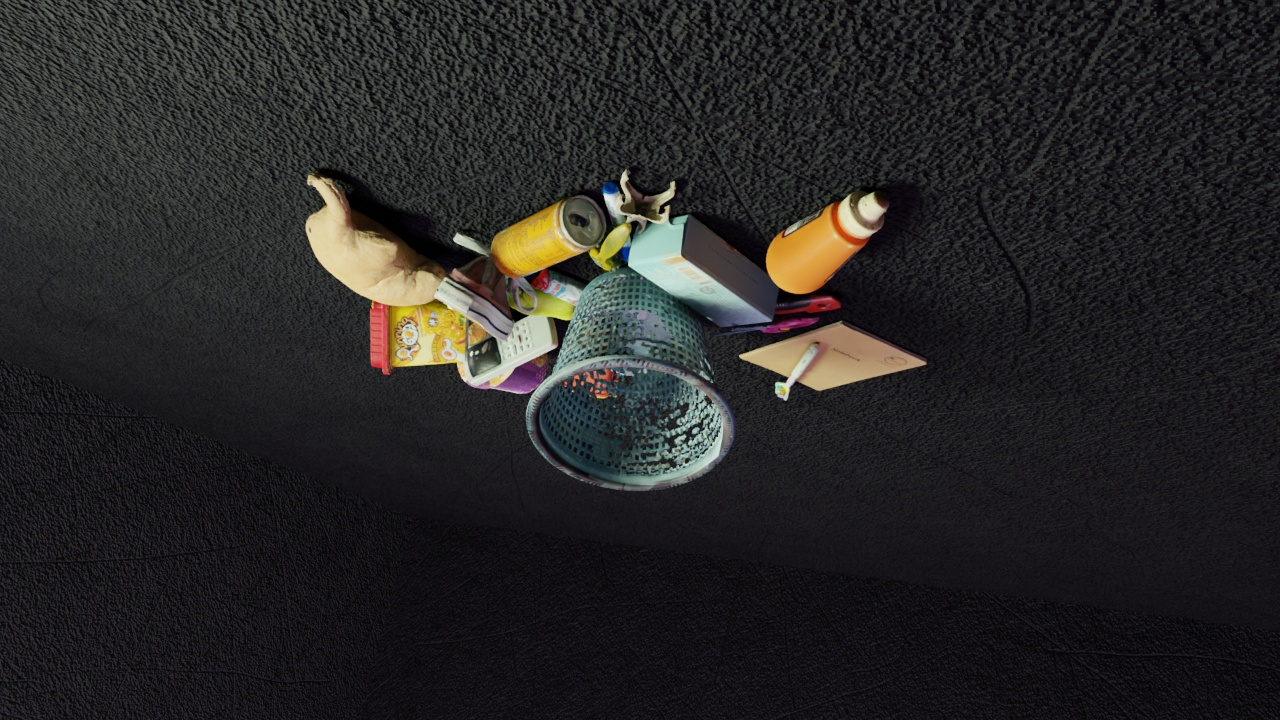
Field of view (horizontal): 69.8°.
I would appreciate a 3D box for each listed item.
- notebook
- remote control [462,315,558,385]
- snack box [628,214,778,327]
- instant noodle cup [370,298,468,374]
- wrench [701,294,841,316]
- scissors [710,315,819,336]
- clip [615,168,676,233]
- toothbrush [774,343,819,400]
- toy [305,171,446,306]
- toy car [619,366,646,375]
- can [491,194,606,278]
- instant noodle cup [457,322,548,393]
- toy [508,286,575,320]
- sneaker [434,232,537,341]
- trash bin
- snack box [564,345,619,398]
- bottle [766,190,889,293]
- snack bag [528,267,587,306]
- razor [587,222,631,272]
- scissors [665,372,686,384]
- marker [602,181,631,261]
[{"bbox_3d":[0.250,-0.002,1.214,0.147,0.008,0.208,21,159,-25],"label":"notebook"},{"bbox_3d":[-0.183,-0.018,1.272,0.150,0.058,0.021,-25,154,20],"label":"remote control"},{"bbox_3d":[0.072,-0.093,0.995,0.074,0.051,0.174,-4,156,43],"label":"snack box"},{"bbox_3d":[-0.296,-0.045,1.246,0.123,0.116,0.116,2,-162,-8],"label":"instant noodle cup"},{"bbox_3d":[0.110,-0.065,1.109,0.274,0.016,0.056,0,158,31],"label":"wrench"},{"bbox_3d":[0.143,-0.039,1.099,0.135,0.017,0.108,-9,178,-13],"label":"scissors"},{"bbox_3d":[0.012,-0.149,0.901,0.095,0.035,0.102,7,165,19],"label":"clip"},{"bbox_3d":[0.212,0.015,1.242,0.020,0.029,0.190,-28,165,-14],"label":"toothbrush"},{"bbox_3d":[-0.332,-0.136,1.086,0.144,0.082,0.226,-3,153,28],"label":"toy"},{"bbox_3d":[-0.025,0.002,1.346,0.106,0.031,0.049,4,148,26],"label":"toy car"},{"bbox_3d":[-0.101,-0.131,0.982,0.058,0.058,0.146,25,157,-33],"label":"can"},{"bbox_3d":[-0.195,-0.003,1.346,0.112,0.111,0.099,1,168,29],"label":"instant noodle cup"},{"bbox_3d":[-0.129,-0.076,1.197,0.096,0.031,0.100,29,155,-36],"label":"toy"},{"bbox_3d":[-0.184,-0.085,1.104,0.118,0.088,0.241,32,177,1],"label":"sneaker"},{"bbox_3d":[-0.006,0.006,1.052,0.226,0.194,0.227,2,137,2],"label":"trash bin"},{"bbox_3d":[-0.064,-0.004,1.277,0.082,0.091,0.080,13,154,-4],"label":"snack box"},{"bbox_3d":[0.179,-0.116,0.862,0.066,0.066,0.150,19,153,-20],"label":"bottle"},{"bbox_3d":[-0.092,-0.089,1.143,0.105,0.026,0.045,21,141,-26],"label":"snack bag"},{"bbox_3d":[-0.030,-0.120,0.967,0.043,0.028,0.133,45,166,-5],"label":"razor"},{"bbox_3d":[0.004,0.005,1.382,0.175,0.014,0.133,25,158,-27],"label":"scissors"},{"bbox_3d":[-0.022,-0.144,0.962,0.017,0.016,0.146,9,161,10],"label":"marker"}]
